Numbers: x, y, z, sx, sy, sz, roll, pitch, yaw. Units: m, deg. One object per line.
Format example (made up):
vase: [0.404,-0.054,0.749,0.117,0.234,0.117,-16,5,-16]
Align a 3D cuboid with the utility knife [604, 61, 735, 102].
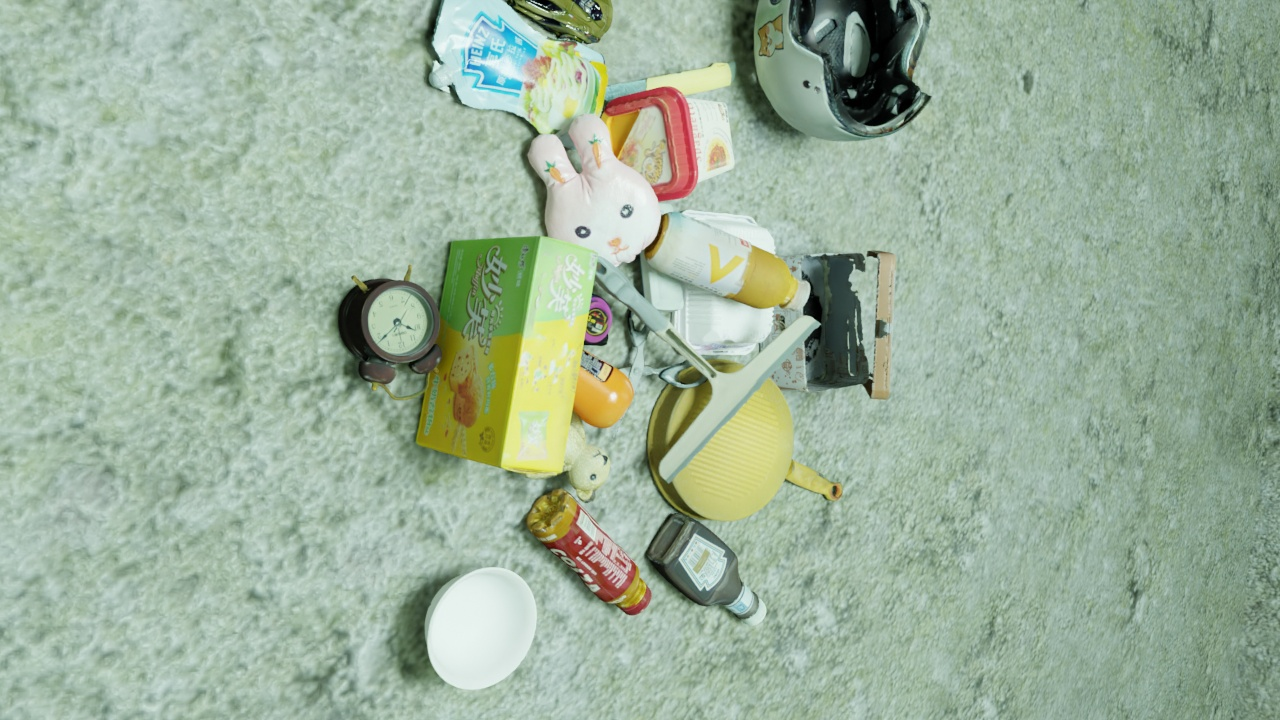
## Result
utility knife: [0.038,-0.318,1.054,0.215,0.022,0.031,-24,107,-41]

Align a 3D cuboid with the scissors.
scissors: [-0.005,0.006,1.029,0.179,0.014,0.159,-7,81,-23]

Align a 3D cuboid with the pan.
pan: [0.155,0.124,1.163,0.357,0.078,0.197,24,80,-30]

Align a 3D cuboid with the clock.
clock: [-0.227,-0.023,0.847,0.081,0.055,0.122,-17,101,-36]

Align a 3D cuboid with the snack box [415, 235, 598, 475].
snack box: [-0.129,-0.008,0.860,0.070,0.158,0.210,12,86,-41]

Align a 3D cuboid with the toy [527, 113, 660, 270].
toy: [-0.051,-0.170,0.954,0.121,0.054,0.159,-26,109,10]

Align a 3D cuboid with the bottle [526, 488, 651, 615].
bottle: [-0.050,0.214,1.001,0.057,0.058,0.175,-52,121,-23]

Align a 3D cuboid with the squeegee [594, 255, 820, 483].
squeegee: [0.027,-0.032,0.997,0.246,0.039,0.246,42,93,-21]

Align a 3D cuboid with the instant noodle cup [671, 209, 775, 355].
instant noodle cup: [0.108,-0.091,1.100,0.137,0.060,0.173,-1,95,-38]

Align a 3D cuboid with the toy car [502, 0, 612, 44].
toy car: [-0.096,-0.378,0.933,0.158,0.042,0.070,17,83,-35]

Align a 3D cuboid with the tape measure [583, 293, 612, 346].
tape measure: [-0.061,-0.044,0.986,0.057,0.039,0.058,-2,100,-38]

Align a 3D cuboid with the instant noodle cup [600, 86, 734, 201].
instant noodle cup: [0.035,-0.237,1.007,0.124,0.117,0.116,-21,106,-48]

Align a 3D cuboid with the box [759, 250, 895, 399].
box: [0.262,-0.046,1.149,0.151,0.175,0.182,-8,98,-36]

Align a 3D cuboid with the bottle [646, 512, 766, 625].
bottle: [0.089,0.265,1.123,0.195,0.044,0.079,46,71,-32]

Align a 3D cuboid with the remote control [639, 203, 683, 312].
remote control: [0.023,-0.117,1.043,0.049,0.024,0.125,-2,82,-39]

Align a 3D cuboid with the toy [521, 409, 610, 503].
toy: [-0.090,0.076,0.956,0.157,0.066,0.104,49,40,-16]

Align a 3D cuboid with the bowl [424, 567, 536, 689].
bowl: [-0.169,0.256,0.908,0.118,0.065,0.118,-4,96,-37]

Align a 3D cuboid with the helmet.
helmet: [0.225,-0.388,1.108,0.229,0.157,0.274,-1,83,-36]

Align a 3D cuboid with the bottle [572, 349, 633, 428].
bottle: [-0.078,0.009,0.957,0.149,0.067,0.066,38,70,-16]

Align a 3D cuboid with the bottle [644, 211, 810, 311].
bottle: [0.099,-0.103,1.014,0.189,0.068,0.068,20,81,-18]

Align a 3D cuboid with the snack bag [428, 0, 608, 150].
snack bag: [-0.121,-0.292,0.923,0.190,0.039,0.110,16,95,-37]
